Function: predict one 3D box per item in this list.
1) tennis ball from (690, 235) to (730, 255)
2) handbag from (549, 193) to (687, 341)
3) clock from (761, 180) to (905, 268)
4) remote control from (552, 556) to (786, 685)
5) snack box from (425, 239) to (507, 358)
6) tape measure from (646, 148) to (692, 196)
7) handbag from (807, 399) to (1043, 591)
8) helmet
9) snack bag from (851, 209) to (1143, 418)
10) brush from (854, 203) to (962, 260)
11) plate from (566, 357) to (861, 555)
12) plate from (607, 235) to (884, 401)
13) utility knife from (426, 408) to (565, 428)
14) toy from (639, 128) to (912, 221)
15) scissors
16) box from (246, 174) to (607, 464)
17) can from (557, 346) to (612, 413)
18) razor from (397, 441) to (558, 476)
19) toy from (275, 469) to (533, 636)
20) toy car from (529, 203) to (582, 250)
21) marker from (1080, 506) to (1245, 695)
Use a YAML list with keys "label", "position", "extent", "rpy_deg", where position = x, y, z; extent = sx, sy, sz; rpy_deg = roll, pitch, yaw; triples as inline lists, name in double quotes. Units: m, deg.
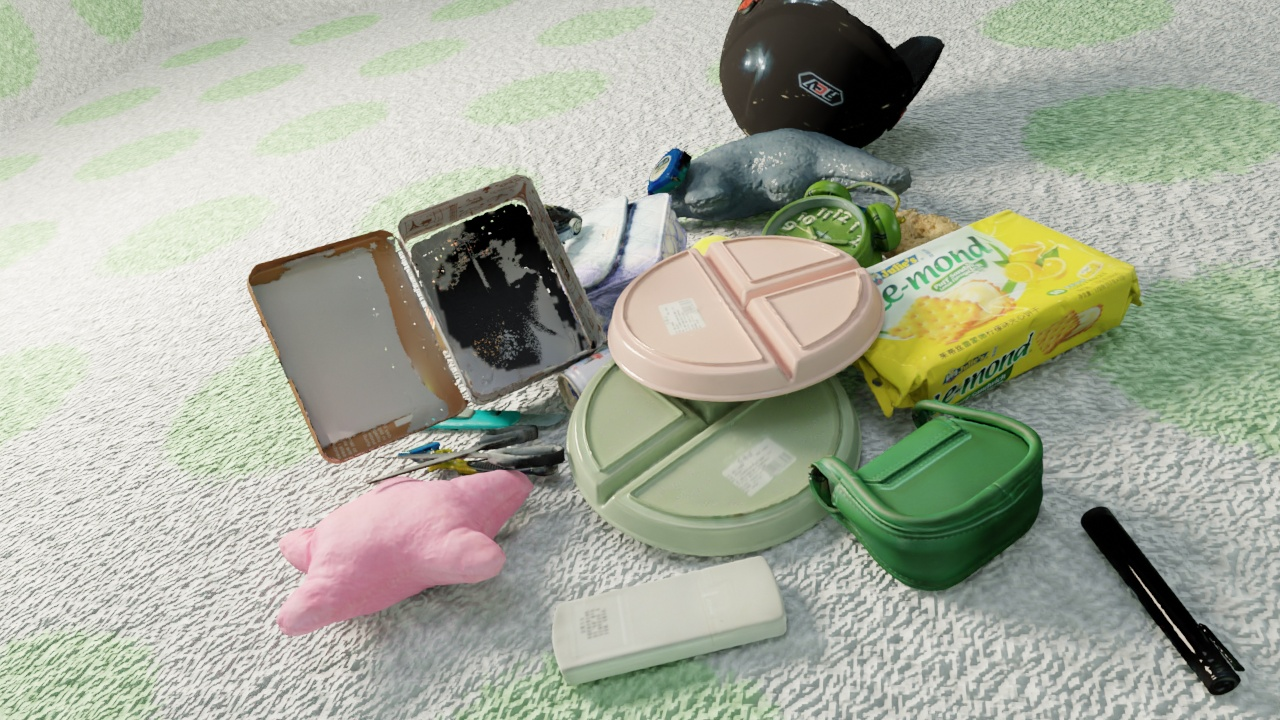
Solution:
- label: "tennis ball"
  position: [0.077, -0.093, 0.922]
  extent: [0.065, 0.065, 0.065]
  rpy_deg: [-10, 33, 6]
- label: "handbag"
  position: [-0.025, -0.104, 0.961]
  extent: [0.134, 0.075, 0.193]
  rpy_deg: [-20, 29, 17]
- label: "clock"
  position: [0.182, -0.115, 0.884]
  extent: [0.161, 0.056, 0.116]
  rpy_deg: [-44, 51, -13]
- label: "remote control"
  position: [0.018, 0.168, 0.594]
  extent: [0.150, 0.021, 0.058]
  rpy_deg: [-14, 33, 1]
- label: "snack box"
  position: [-0.171, -0.068, 0.930]
  extent: [0.077, 0.093, 0.094]
  rpy_deg: [8, 27, -19]
- label: "tape measure"
  position: [0.034, -0.210, 1.025]
  extent: [0.058, 0.025, 0.054]
  rpy_deg: [-16, 43, 56]
- label: "handbag"
  position: [0.193, 0.081, 0.614]
  extent: [0.131, 0.068, 0.120]
  rpy_deg: [-30, 39, -21]
- label: "helmet"
  position: [0.209, -0.350, 1.094]
  extent: [0.231, 0.233, 0.274]
  rpy_deg: [-54, 10, 19]
- label: "snack bag"
  position: [0.270, -0.039, 0.766]
  extent: [0.246, 0.068, 0.158]
  rpy_deg: [-23, 34, -11]
- label: "brush"
  position: [0.246, -0.150, 0.976]
  extent: [0.083, 0.046, 0.254]
  rpy_deg: [-26, 31, -10]
- label: "plate"
  position: [0.055, 0.049, 0.712]
  extent: [0.230, 0.027, 0.229]
  rpy_deg: [-4, 44, 4]
- label: "plate"
  position: [0.083, -0.045, 0.758]
  extent: [0.229, 0.028, 0.229]
  rpy_deg: [-9, 34, 6]
- label: "utility knife"
  position: [-0.159, 0.052, 0.842]
  extent: [0.193, 0.013, 0.029]
  rpy_deg: [-1, 35, 19]
- label: "toy"
  position: [0.130, -0.199, 1.031]
  extent: [0.357, 0.091, 0.137]
  rpy_deg: [-6, 38, 30]
- label: "scissors"
  position: [-0.138, 0.077, 0.731]
  extent: [0.160, 0.014, 0.176]
  rpy_deg: [2, 12, 42]
- label: "box"
  position: [-0.184, -0.037, 0.804]
  extent: [0.261, 0.178, 0.088]
  rpy_deg: [-25, -4, -16]
- label: "can"
  position: [-0.005, 0.005, 0.818]
  extent: [0.134, 0.053, 0.053]
  rpy_deg: [-28, 36, -20]
- label: "razor"
  position: [-0.133, 0.087, 0.773]
  extent: [0.143, 0.022, 0.042]
  rpy_deg: [3, 11, 22]
- label: "toy"
  position: [-0.172, 0.127, 0.685]
  extent: [0.194, 0.075, 0.178]
  rpy_deg: [-17, 23, -11]
- label: "toy car"
  position: [-0.104, -0.132, 0.950]
  extent: [0.049, 0.031, 0.105]
  rpy_deg: [30, 40, 22]
- label: "marker"
  position: [0.301, 0.135, 0.537]
  extent: [0.020, 0.022, 0.131]
  rpy_deg: [18, 28, -18]
